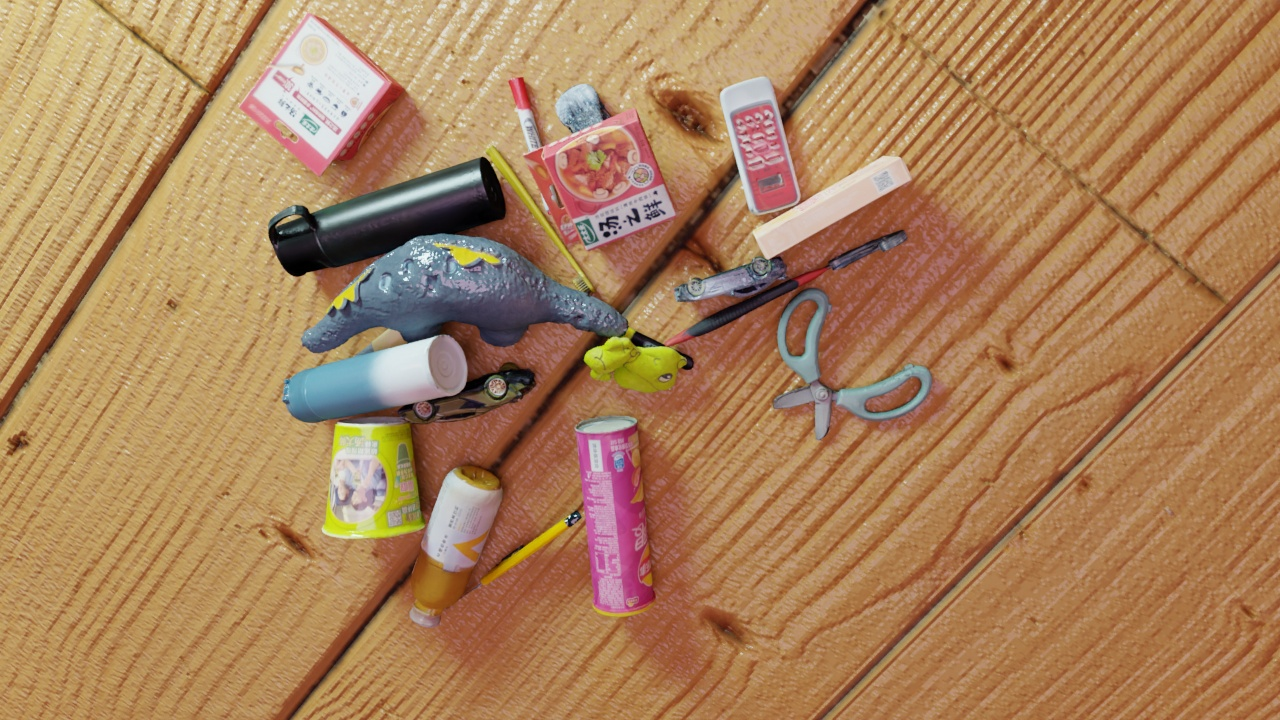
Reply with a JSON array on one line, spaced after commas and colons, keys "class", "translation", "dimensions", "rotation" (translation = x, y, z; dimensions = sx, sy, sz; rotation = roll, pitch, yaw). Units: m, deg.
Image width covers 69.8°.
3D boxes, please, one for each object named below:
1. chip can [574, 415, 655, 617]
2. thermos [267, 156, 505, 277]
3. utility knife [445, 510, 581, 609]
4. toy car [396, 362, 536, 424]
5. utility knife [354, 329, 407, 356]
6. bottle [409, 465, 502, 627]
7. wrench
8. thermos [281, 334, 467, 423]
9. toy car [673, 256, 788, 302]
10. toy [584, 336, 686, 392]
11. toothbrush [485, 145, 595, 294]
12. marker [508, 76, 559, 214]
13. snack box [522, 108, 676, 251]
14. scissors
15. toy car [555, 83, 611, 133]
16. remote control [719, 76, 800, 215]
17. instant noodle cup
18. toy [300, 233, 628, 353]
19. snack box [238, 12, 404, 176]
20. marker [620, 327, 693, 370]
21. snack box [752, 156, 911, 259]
[{"class": "chip can", "translation": [-0.027, 0.170, 1.014], "dimensions": [0.071, 0.071, 0.210], "rotation": [-4, 100, 7]}, {"class": "thermos", "translation": [-0.271, -0.153, 0.969], "dimensions": [0.243, 0.090, 0.068], "rotation": [-15, 66, 8]}, {"class": "utility knife", "translation": [-0.148, 0.229, 1.049], "dimensions": [0.216, 0.033, 0.015], "rotation": [-37, 85, 18]}, {"class": "toy car", "translation": [-0.191, 0.040, 1.008], "dimensions": [0.158, 0.070, 0.042], "rotation": [-14, 101, 11]}, {"class": "utility knife", "translation": [-0.261, -0.038, 1.024], "dimensions": [0.204, 0.021, 0.031], "rotation": [-36, 94, 4]}, {"class": "bottle", "translation": [-0.215, 0.214, 1.043], "dimensions": [0.068, 0.068, 0.190], "rotation": [23, 102, 1]}, {"class": "wrench", "translation": [0.148, -0.073, 0.962], "dimensions": [0.274, 0.056, 0.016], "rotation": [-25, 95, 14]}, {"class": "thermos", "translation": [-0.290, 0.024, 0.987], "dimensions": [0.221, 0.070, 0.070], "rotation": [-12, 100, 27]}, {"class": "toy car", "translation": [0.094, -0.082, 0.961], "dimensions": [0.121, 0.054, 0.037], "rotation": [-15, 97, 9]}, {"class": "toy", "translation": [-0.006, 0.006, 0.987], "dimensions": [0.097, 0.031, 0.100], "rotation": [-28, 132, 30]}, {"class": "toothbrush", "translation": [-0.109, -0.149, 0.988], "dimensions": [0.016, 0.016, 0.190], "rotation": [-35, 95, -4]}, {"class": "marker", "translation": [-0.112, -0.227, 0.974], "dimensions": [0.017, 0.017, 0.145], "rotation": [-14, 99, 8]}, {"class": "snack box", "translation": [-0.041, -0.179, 0.941], "dimensions": [0.127, 0.044, 0.113], "rotation": [-21, 122, 9]}, {"class": "scissors", "translation": [0.218, -0.001, 0.976], "dimensions": [0.171, 0.019, 0.170], "rotation": [-11, 107, 10]}, {"class": "toy car", "translation": [-0.047, -0.237, 0.958], "dimensions": [0.049, 0.031, 0.105], "rotation": [-32, 98, 13]}, {"class": "remote control", "translation": [0.124, -0.221, 0.949], "dimensions": [0.056, 0.020, 0.136], "rotation": [-14, 99, 9]}, {"class": "instant noodle cup", "translation": [-0.296, 0.125, 1.021], "dimensions": [0.112, 0.111, 0.123], "rotation": [1, 93, 6]}, {"class": "toy", "translation": [-0.191, -0.067, 0.966], "dimensions": [0.356, 0.091, 0.138], "rotation": [0, 122, 2]}, {"class": "snack box", "translation": [-0.337, -0.279, 0.974], "dimensions": [0.113, 0.044, 0.127], "rotation": [41, 101, -3]}, {"class": "marker", "translation": [0.002, -0.019, 1.002], "dimensions": [0.124, 0.015, 0.018], "rotation": [25, 107, 1]}, {"class": "snack box", "translation": [0.188, -0.155, 0.922], "dimensions": [0.157, 0.084, 0.026], "rotation": [-28, 100, 10]}]
